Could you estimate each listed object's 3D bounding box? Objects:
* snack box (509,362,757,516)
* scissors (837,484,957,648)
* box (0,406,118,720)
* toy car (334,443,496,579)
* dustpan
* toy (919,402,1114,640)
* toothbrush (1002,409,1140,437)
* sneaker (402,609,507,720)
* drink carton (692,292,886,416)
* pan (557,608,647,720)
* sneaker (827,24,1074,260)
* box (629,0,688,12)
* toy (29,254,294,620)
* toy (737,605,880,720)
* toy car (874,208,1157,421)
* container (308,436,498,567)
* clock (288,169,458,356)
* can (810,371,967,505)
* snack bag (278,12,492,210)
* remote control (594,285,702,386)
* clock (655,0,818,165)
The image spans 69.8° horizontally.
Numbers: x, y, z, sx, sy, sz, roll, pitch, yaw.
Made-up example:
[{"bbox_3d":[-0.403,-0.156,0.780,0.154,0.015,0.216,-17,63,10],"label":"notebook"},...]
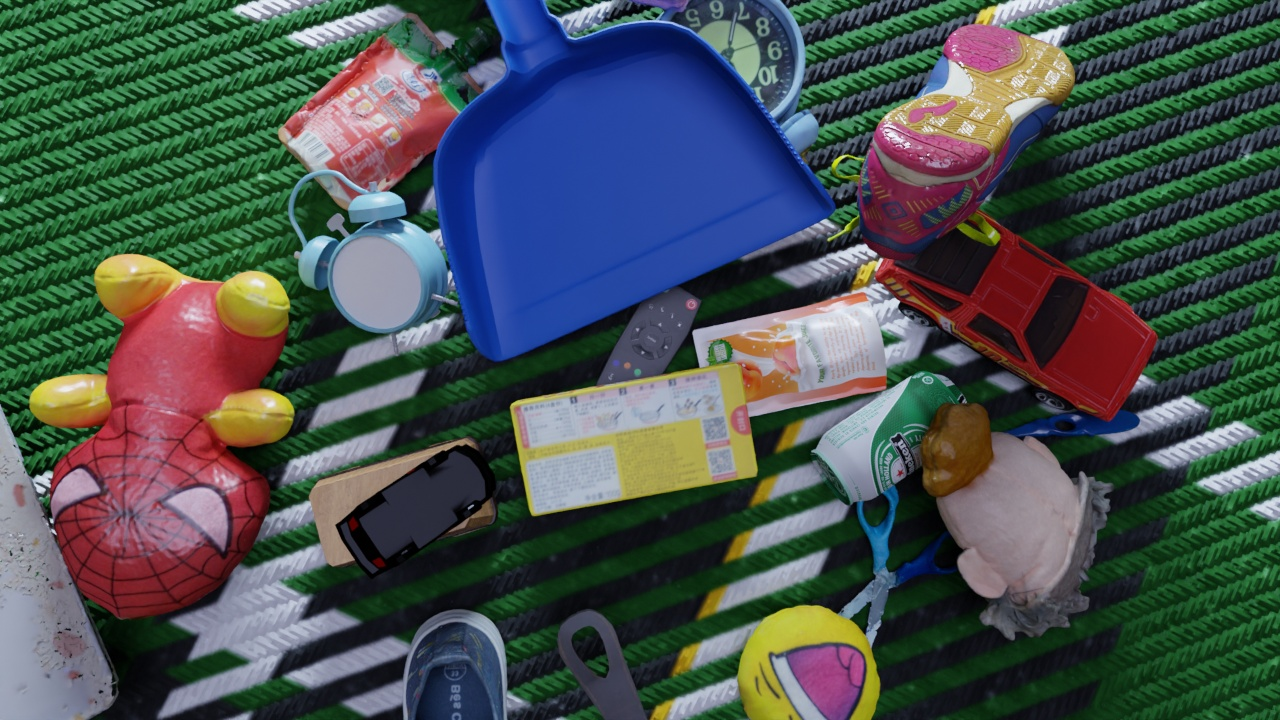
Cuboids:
[{"bbox_3d":[-0.004,0.051,0.600,0.152,0.025,0.075,-10,92,1],"label":"snack box"},{"bbox_3d":[0.176,0.153,0.623,0.103,0.015,0.133,15,87,-3],"label":"scissors"},{"bbox_3d":[-0.412,0.134,0.561,0.094,0.108,0.216,-22,87,-42],"label":"box"},{"bbox_3d":[-0.129,0.086,0.537,0.091,0.036,0.042,-34,90,-15],"label":"toy car"},{"bbox_3d":[-0.044,-0.159,0.569,0.246,0.059,0.257,-23,90,14],"label":"dustpan"},{"bbox_3d":[0.230,0.096,0.586,0.176,0.076,0.132,48,56,-18],"label":"toy"},{"bbox_3d":[0.284,0.047,0.635,0.132,0.016,0.021,-6,59,-4],"label":"toothbrush"},{"bbox_3d":[-0.114,0.278,0.565,0.087,0.079,0.235,-5,86,-4],"label":"sneaker"},{"bbox_3d":[0.100,0.000,0.623,0.122,0.039,0.069,-12,86,2],"label":"drink carton"},{"bbox_3d":[0.041,0.319,0.588,0.248,0.043,0.356,-28,88,-5],"label":"pan"},{"bbox_3d":[0.200,-0.145,0.593,0.116,0.091,0.241,27,47,22],"label":"sneaker"},{"bbox_3d":[-0.063,-0.294,0.603,0.233,0.046,0.098,18,73,15],"label":"box"},{"bbox_3d":[-0.285,0.048,0.563,0.147,0.099,0.216,8,84,8],"label":"toy"},{"bbox_3d":[0.110,0.208,0.601,0.094,0.041,0.095,-33,89,-3],"label":"toy"},{"bbox_3d":[0.255,-0.036,0.621,0.189,0.056,0.081,32,86,-1],"label":"toy car"},{"bbox_3d":[-0.154,0.092,0.585,0.114,0.061,0.063,-16,87,-4],"label":"container"},{"bbox_3d":[-0.178,-0.069,0.596,0.087,0.042,0.123,-37,98,18],"label":"clock"},{"bbox_3d":[0.167,0.051,0.610,0.101,0.053,0.053,-33,88,-5],"label":"can"},{"bbox_3d":[-0.162,-0.174,0.618,0.155,0.044,0.087,-43,94,-9],"label":"snack bag"},{"bbox_3d":[-0.004,0.004,0.625,0.039,0.010,0.124,32,85,-1],"label":"remote control"},{"bbox_3d":[0.059,-0.178,0.618,0.118,0.060,0.162,-13,89,-5],"label":"clock"}]
